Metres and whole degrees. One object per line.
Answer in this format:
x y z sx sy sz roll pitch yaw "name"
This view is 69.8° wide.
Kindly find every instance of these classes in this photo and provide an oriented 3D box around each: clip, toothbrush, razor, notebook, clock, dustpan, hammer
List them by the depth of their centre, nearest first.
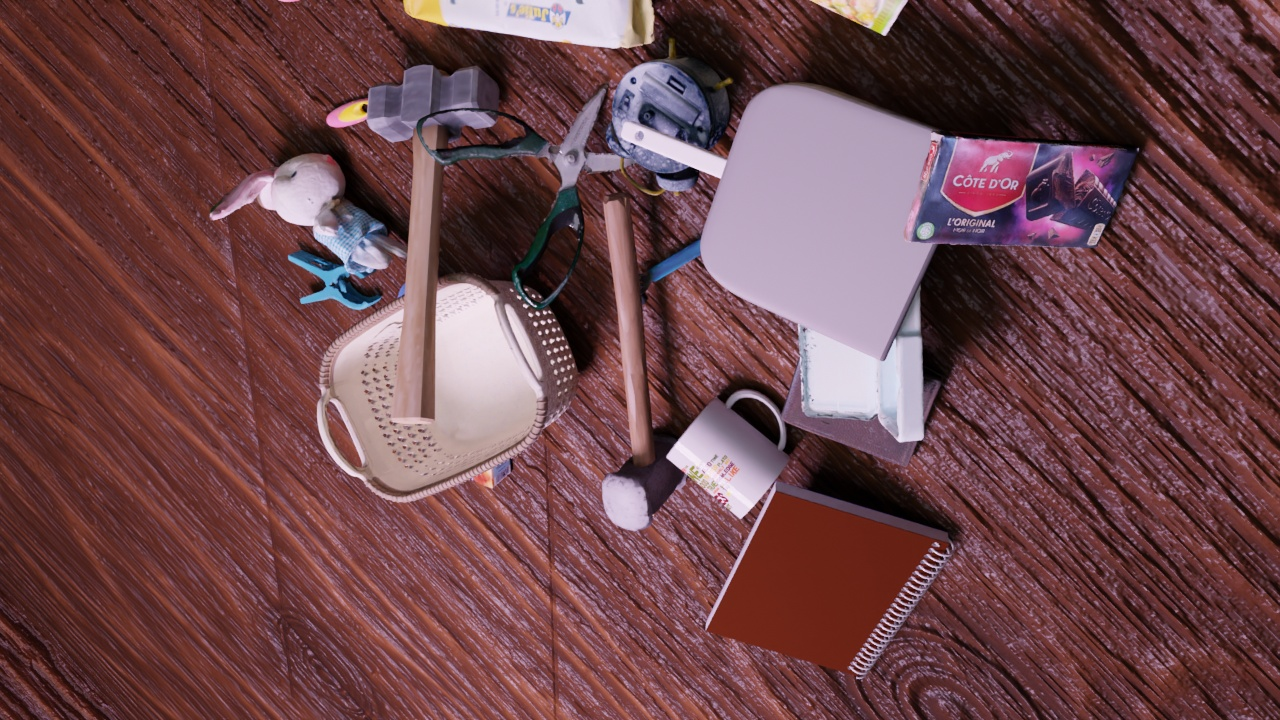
0.094 -0.127 0.680 0.258 0.033 0.163 25 115 15 "dustpan"
0.020 -0.191 0.751 0.090 0.052 0.130 38 129 8 "clock"
-0.194 -0.105 0.821 0.117 0.051 0.322 -3 79 21 "hammer"
0.032 -0.089 0.823 0.144 0.022 0.042 -27 101 39 "razor"
-0.005 0.005 0.855 0.052 0.097 0.329 9 119 28 "hammer"
0.175 0.215 0.874 0.171 0.022 0.210 17 127 -1 "notebook"
-0.271 -0.256 0.922 0.136 0.016 0.021 -5 115 36 "toothbrush"
-0.353 -0.105 1.056 0.127 0.028 0.113 18 126 24 "clip"

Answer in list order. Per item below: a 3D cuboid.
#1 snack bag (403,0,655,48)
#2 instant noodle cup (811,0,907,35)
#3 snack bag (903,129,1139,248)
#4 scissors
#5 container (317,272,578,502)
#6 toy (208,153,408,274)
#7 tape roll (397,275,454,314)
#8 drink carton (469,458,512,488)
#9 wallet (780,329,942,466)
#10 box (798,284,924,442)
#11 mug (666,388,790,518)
-0.095 -0.344 0.724 0.247 0.068 0.160 17 124 22 "snack bag"
0.137 -0.275 0.608 0.108 0.098 0.099 32 129 2 "instant noodle cup"
0.253 -0.112 0.611 0.155 0.018 0.075 0 122 -14 "snack bag"
-0.104 -0.160 0.791 0.204 0.015 0.202 24 94 -7 "scissors"
-0.183 0.022 0.909 0.247 0.142 0.184 -24 89 24 "container"
-0.335 -0.160 0.969 0.205 0.130 0.106 27 112 9 "toy"
-0.228 -0.049 1.012 0.091 0.016 0.093 44 130 3 "tape roll"
-0.186 0.075 1.042 0.064 0.040 0.130 15 123 24 "drink carton"
0.188 0.032 0.791 0.120 0.031 0.100 22 128 17 "wallet"
0.171 -0.042 0.713 0.126 0.075 0.197 4 105 40 "box"
0.091 0.079 0.857 0.089 0.073 0.105 39 101 7 "mug"
